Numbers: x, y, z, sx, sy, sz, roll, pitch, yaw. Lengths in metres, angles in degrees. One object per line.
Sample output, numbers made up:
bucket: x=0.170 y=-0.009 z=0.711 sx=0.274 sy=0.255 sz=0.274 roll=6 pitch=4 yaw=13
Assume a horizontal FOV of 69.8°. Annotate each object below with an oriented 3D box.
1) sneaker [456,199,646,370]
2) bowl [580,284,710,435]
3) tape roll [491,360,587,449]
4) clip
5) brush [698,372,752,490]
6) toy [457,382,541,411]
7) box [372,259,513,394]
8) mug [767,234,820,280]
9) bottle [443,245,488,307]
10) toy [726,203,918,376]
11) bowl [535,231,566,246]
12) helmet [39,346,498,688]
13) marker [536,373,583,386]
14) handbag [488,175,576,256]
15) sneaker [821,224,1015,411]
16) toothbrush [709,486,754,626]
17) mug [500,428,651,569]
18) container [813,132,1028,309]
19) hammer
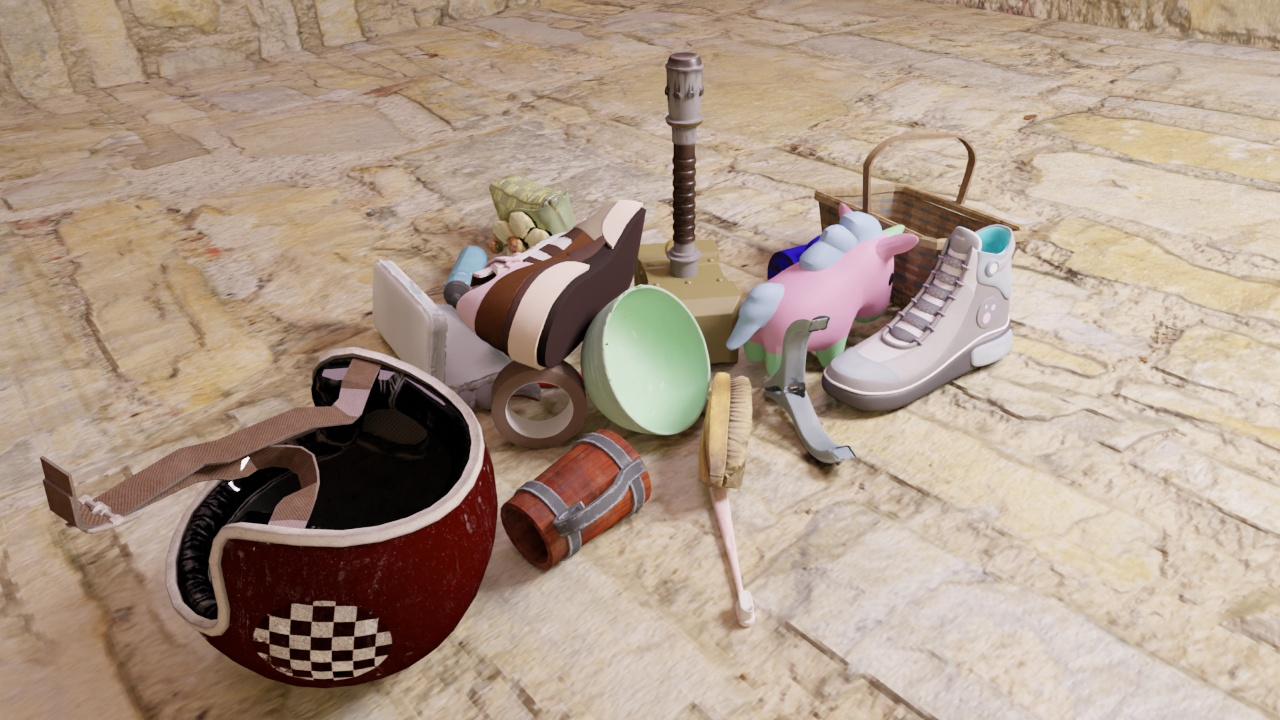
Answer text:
sneaker: x=-0.089 y=-0.093 z=0.944 sx=0.116 sy=0.112 sz=0.292 roll=20 pitch=38 yaw=12
bowl: x=-0.005 y=0.005 z=0.925 sx=0.077 sy=0.151 sz=0.150 roll=-15 pitch=17 yaw=43
tape roll: x=-0.100 y=0.041 z=0.908 sx=0.093 sy=0.094 sz=0.030 roll=-6 pitch=31 yaw=-5
clip: x=0.169 y=0.048 z=0.891 sx=0.031 sy=0.169 sz=0.164 roll=-11 pitch=65 yaw=-13
brush: x=0.083 y=0.065 z=0.885 sx=0.043 sy=0.059 sz=0.195 roll=11 pitch=26 yaw=2
toy: x=-0.163 y=0.039 z=0.980 sx=0.111 sy=0.030 sz=0.049 roll=-10 pitch=17 yaw=-1
box: x=-0.243 y=-0.051 z=1.064 sx=0.129 sy=0.106 sz=0.211 roll=-20 pitch=35 yaw=-31
mug: x=0.216 y=-0.114 z=1.123 sx=0.083 sy=0.111 sz=0.079 roll=-16 pitch=58 yaw=-20
bottle: x=-0.233 y=-0.110 z=1.221 sx=0.040 sy=0.040 sz=0.129 roll=-1 pitch=31 yaw=3
toy: x=0.192 y=-0.076 z=0.998 sx=0.221 sy=0.171 sz=0.120 roll=-10 pitch=30 yaw=-30
bowl: x=-0.106 y=-0.068 z=1.059 sx=0.073 sy=0.154 sz=0.153 roll=44 pitch=47 yaw=12
helmet: x=-0.220 y=0.110 z=0.649 sx=0.234 sy=0.254 sz=0.232 roll=11 pitch=36 yaw=-5
marker: x=-0.046 y=0.020 z=1.008 sx=0.142 sy=0.013 sz=0.012 roll=-3 pitch=31 yaw=9
handbag: x=-0.161 y=-0.188 z=1.292 sx=0.116 sy=0.113 sz=0.186 roll=-35 pitch=39 yaw=-21
sneaker: x=0.300 y=-0.053 z=0.967 sx=0.256 sy=0.161 sz=0.093 roll=-19 pitch=35 yaw=-28
toothbrush: x=0.076 y=0.154 z=0.783 sx=0.015 sy=0.018 sz=0.181 roll=-2 pitch=30 yaw=-3
mug: x=-0.047 y=0.117 z=0.776 sx=0.110 sy=0.081 sz=0.118 roll=-34 pitch=7 yaw=-35
container: x=0.334 y=-0.182 z=1.122 sx=0.157 sy=0.187 sz=0.250 roll=-8 pitch=26 yaw=-21
hammer: x=0.049 y=-0.173 z=1.022 sx=0.100 sy=0.325 sz=0.190 roll=-5 pitch=31 yaw=-5
